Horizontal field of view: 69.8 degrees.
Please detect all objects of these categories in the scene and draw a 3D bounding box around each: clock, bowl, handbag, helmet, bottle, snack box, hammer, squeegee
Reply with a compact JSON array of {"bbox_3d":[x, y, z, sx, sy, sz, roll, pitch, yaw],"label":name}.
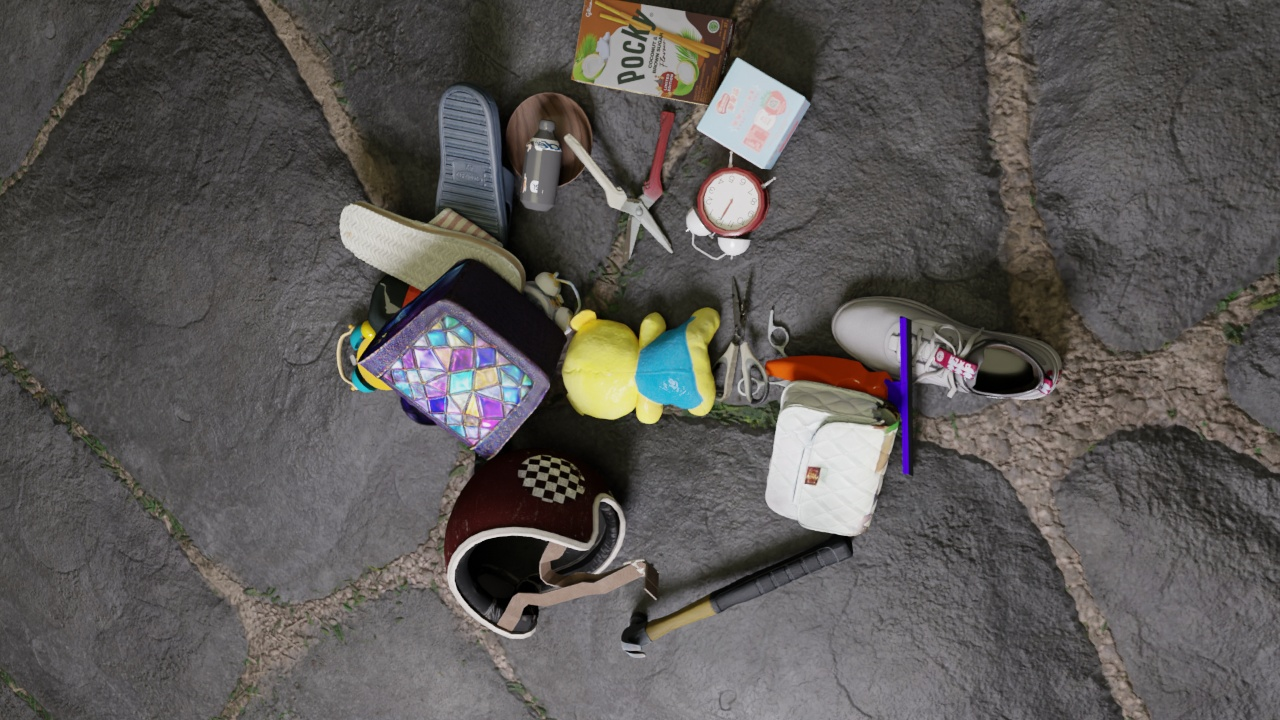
[{"bbox_3d":[-0.373,-0.002,1.312,0.130,0.043,0.099,2,101,9],"label":"clock"},{"bbox_3d":[0.109,-0.185,1.128,0.087,0.044,0.125,33,106,9],"label":"clock"},{"bbox_3d":[-0.113,-0.283,1.184,0.119,0.032,0.119,3,101,16],"label":"bowl"},{"bbox_3d":[0.223,0.122,1.096,0.139,0.072,0.195,12,131,14],"label":"handbag"},{"bbox_3d":[-0.228,0.007,1.164,0.205,0.125,0.223,40,120,-16],"label":"handbag"},{"bbox_3d":[-0.127,0.230,1.165,0.233,0.253,0.234,25,121,-12],"label":"helmet"},{"bbox_3d":[-0.124,-0.245,1.152,0.047,0.047,0.112,12,103,15],"label":"bottle"},{"bbox_3d":[0.134,-0.289,1.082,0.095,0.079,0.093,32,108,7],"label":"snack box"},{"bbox_3d":[0.119,0.304,1.190,0.333,0.117,0.025,-28,93,14],"label":"hammer"},{"bbox_3d":[0.015,-0.379,1.127,0.186,0.031,0.101,15,104,14],"label":"snack box"},{"bbox_3d":[-0.137,-0.067,1.223,0.125,0.052,0.089,-23,92,16],"label":"clock"},{"bbox_3d":[0.238,0.024,1.100,0.185,0.055,0.250,12,137,28],"label":"squeegee"}]

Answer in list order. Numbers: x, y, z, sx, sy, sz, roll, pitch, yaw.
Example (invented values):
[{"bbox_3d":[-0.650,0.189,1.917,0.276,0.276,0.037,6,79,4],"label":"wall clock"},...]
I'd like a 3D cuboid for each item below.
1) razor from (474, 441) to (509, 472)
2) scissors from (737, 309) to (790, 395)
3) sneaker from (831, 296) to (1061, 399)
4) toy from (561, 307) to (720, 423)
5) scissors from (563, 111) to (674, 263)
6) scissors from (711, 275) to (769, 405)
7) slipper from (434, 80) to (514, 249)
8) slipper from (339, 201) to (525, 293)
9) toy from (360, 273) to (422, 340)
[{"bbox_3d":[-0.217,0.104,1.270,0.053,0.063,0.140,-12,97,17],"label":"razor"},{"bbox_3d":[0.194,0.016,1.156,0.142,0.014,0.165,1,96,10],"label":"scissors"},{"bbox_3d":[0.342,-0.008,1.045,0.263,0.128,0.097,17,101,18],"label":"sneaker"},{"bbox_3d":[-0.007,0.007,1.178,0.214,0.084,0.149,0,91,18],"label":"toy"},{"bbox_3d":[-0.019,-0.227,1.157,0.179,0.015,0.200,19,100,-8],"label":"scissors"},{"bbox_3d":[0.119,-0.017,1.160,0.154,0.012,0.163,-44,62,37],"label":"scissors"},{"bbox_3d":[-0.205,-0.238,1.189,0.101,0.082,0.264,17,129,14],"label":"slipper"},{"bbox_3d":[-0.267,-0.144,1.197,0.263,0.052,0.115,21,126,9],"label":"slipper"},{"bbox_3d":[-0.311,-0.068,1.256,0.119,0.097,0.100,18,151,-11],"label":"toy"}]
